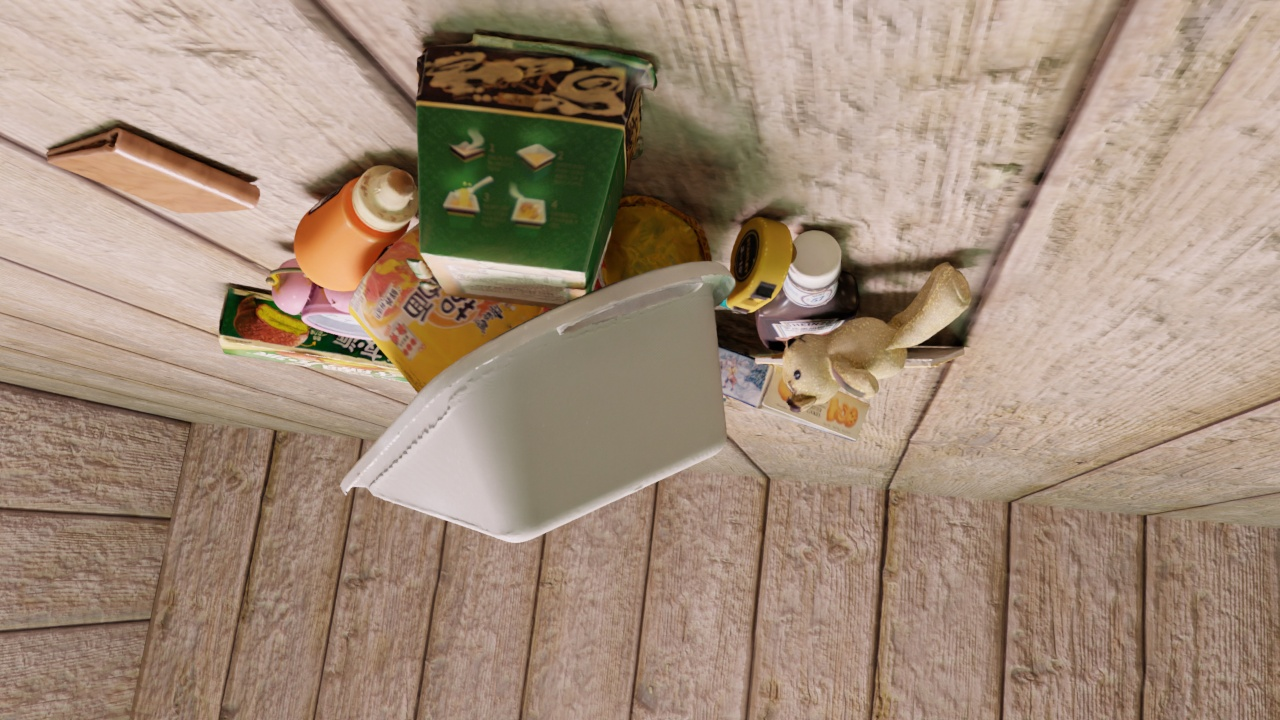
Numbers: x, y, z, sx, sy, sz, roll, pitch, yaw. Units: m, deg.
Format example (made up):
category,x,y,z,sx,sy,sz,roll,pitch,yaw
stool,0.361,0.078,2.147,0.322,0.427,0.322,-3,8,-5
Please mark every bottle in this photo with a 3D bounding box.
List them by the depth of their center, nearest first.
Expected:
category,x,y,z,sx,sy,sz,roll,pitch,yaw
bottle,-0.190,-0.095,0.631,0.066,0.066,0.150,14,160,-32
bottle,0.128,-0.049,0.704,0.080,0.044,0.195,-3,167,6

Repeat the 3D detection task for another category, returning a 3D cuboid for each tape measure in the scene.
category,x,y,z,sx,sy,sz,roll,pitch,yaw
tape measure,0.082,-0.065,0.611,0.029,0.060,0.057,12,162,-17

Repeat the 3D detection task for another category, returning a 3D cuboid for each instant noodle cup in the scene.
category,x,y,z,sx,sy,sz,roll,pitch,yaw
instant noodle cup,-0.130,-0.036,0.656,0.110,0.138,0.138,44,165,-1

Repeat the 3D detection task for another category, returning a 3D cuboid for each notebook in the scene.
category,x,y,z,sx,sy,sz,roll,pitch,yaw
notebook,0.206,-0.004,0.830,0.146,0.010,0.206,2,-176,27

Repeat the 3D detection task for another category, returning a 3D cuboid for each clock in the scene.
category,x,y,z,sx,sy,sz,roll,pitch,yaw
clock,-0.266,-0.061,0.837,0.117,0.059,0.158,2,166,21

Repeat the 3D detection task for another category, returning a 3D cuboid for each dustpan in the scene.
category,x,y,z,sx,sy,sz,roll,pitch,yaw
dustpan,-0.058,0.008,0.577,0.222,0.143,0.258,-20,-161,-34

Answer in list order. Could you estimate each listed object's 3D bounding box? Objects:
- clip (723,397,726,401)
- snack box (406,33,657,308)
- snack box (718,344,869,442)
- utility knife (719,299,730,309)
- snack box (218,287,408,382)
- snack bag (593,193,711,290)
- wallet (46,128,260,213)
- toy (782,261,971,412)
category,x,y,z,sx,sy,sz,roll,pitch,yaw
clip,0.054,0.035,0.859,0.057,0.047,0.014,29,-173,35
snack box,-0.057,-0.085,0.468,0.117,0.105,0.118,6,170,-1
snack box,0.110,0.020,0.927,0.183,0.046,0.177,22,-178,44
utility knife,0.040,-0.064,0.763,0.151,0.013,0.029,18,163,-35
snack box,-0.358,-0.025,1.070,0.240,0.063,0.115,10,170,-21
snack bag,-0.006,-0.054,0.689,0.128,0.073,0.208,22,170,-3
wallet,-0.344,-0.130,0.647,0.115,0.020,0.101,2,167,37
toy,0.170,-0.017,0.674,0.158,0.105,0.066,-35,108,28
